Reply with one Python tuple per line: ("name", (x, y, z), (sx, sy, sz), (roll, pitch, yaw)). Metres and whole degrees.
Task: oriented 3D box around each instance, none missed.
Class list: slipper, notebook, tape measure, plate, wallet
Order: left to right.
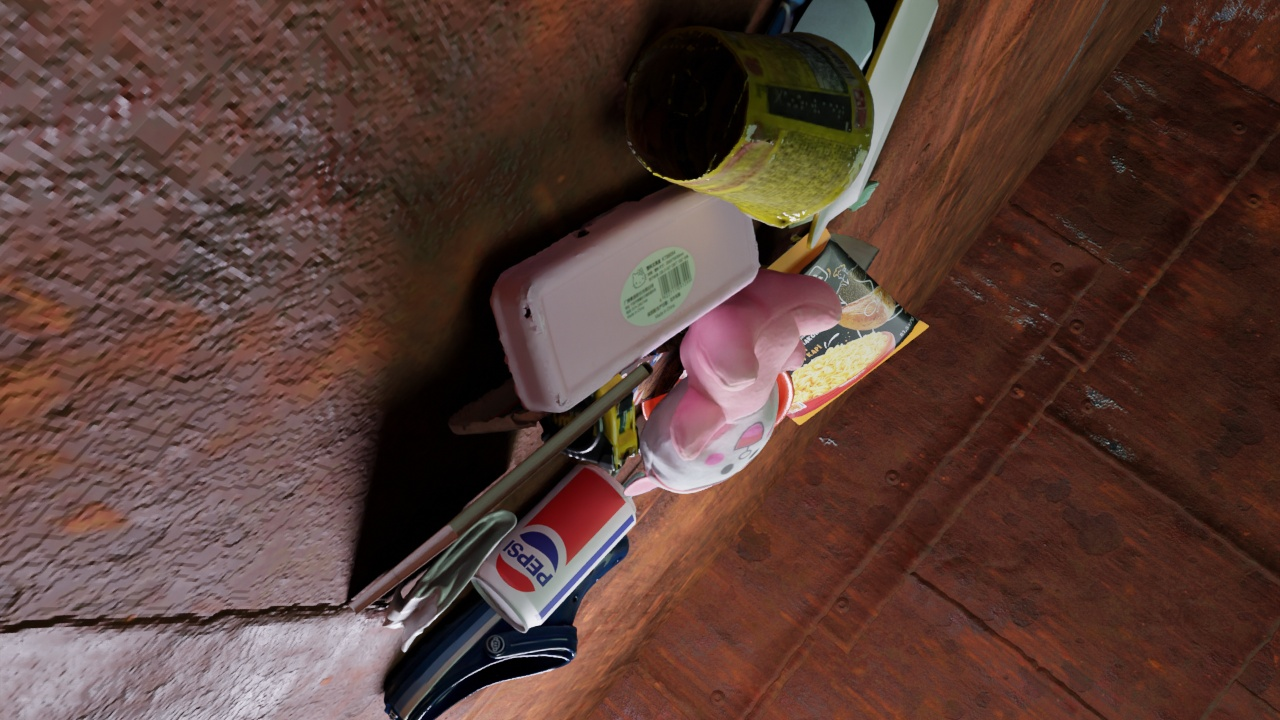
("wallet", (-0.129, 0.139, 0.595), (0.086, 0.032, 0.116), (-49, 180, -40))
("notebook", (-0.086, 0.078, 0.522), (0.141, 0.008, 0.210), (-39, 180, -37))
("slipper", (-0.102, 0.237, 0.797), (0.252, 0.095, 0.105), (-37, 159, -26))
("tape measure", (-0.035, 0.030, 0.589), (0.038, 0.067, 0.063), (-29, 123, -51))
("plate", (0.172, -0.184, 0.652), (0.229, 0.021, 0.230), (24, 89, -80))

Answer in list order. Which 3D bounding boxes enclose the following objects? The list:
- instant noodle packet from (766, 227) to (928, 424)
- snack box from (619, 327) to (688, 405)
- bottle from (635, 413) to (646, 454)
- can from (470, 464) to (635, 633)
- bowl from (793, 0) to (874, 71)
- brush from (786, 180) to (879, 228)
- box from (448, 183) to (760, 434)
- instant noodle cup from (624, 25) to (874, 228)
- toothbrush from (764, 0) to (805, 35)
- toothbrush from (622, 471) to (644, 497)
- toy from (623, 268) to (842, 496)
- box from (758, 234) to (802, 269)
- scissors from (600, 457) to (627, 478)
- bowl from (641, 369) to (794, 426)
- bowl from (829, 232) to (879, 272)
("instant noodle packet", (0.155, -0.022, 0.842), (0.160, 0.032, 0.220), (-40, 138, 19))
("snack box", (-0.004, 0.004, 0.672), (0.051, 0.032, 0.140), (-57, 163, 20))
("bottle", (0.017, 0.080, 0.885), (0.041, 0.041, 0.116), (-49, 164, -9))
("can", (-0.069, 0.150, 0.747), (0.131, 0.070, 0.070), (-44, 163, -26))
("bowl", (0.106, -0.169, 0.545), (0.106, 0.039, 0.106), (-58, 173, -11))
("brush", (0.192, -0.155, 0.908), (0.217, 0.012, 0.033), (-27, 151, -54))
("box", (-0.024, -0.036, 0.524), (0.200, 0.103, 0.101), (-35, 118, -43))
("instant noodle cup", (0.049, -0.118, 0.452), (0.108, 0.102, 0.102), (-10, 137, -54))
("toothbrush", (0.079, -0.193, 0.497), (0.017, 0.016, 0.189), (-18, 145, -46))
("toothbrush", (-0.056, 0.186, 0.965), (0.180, 0.016, 0.016), (-48, 161, -9))
("toy", (0.062, 0.027, 0.688), (0.141, 0.084, 0.214), (-31, 153, -32))
("box", (0.094, -0.028, 0.897), (0.084, 0.080, 0.211), (4, 134, -22))
("scissors", (-0.044, 0.131, 0.879), (0.157, 0.012, 0.169), (-26, 151, -52))
("bowl", (0.065, 0.019, 0.790), (0.131, 0.130, 0.045), (113, -19, -44))
("bowl", (0.184, -0.079, 0.928), (0.116, 0.066, 0.116), (-56, 171, -14))
